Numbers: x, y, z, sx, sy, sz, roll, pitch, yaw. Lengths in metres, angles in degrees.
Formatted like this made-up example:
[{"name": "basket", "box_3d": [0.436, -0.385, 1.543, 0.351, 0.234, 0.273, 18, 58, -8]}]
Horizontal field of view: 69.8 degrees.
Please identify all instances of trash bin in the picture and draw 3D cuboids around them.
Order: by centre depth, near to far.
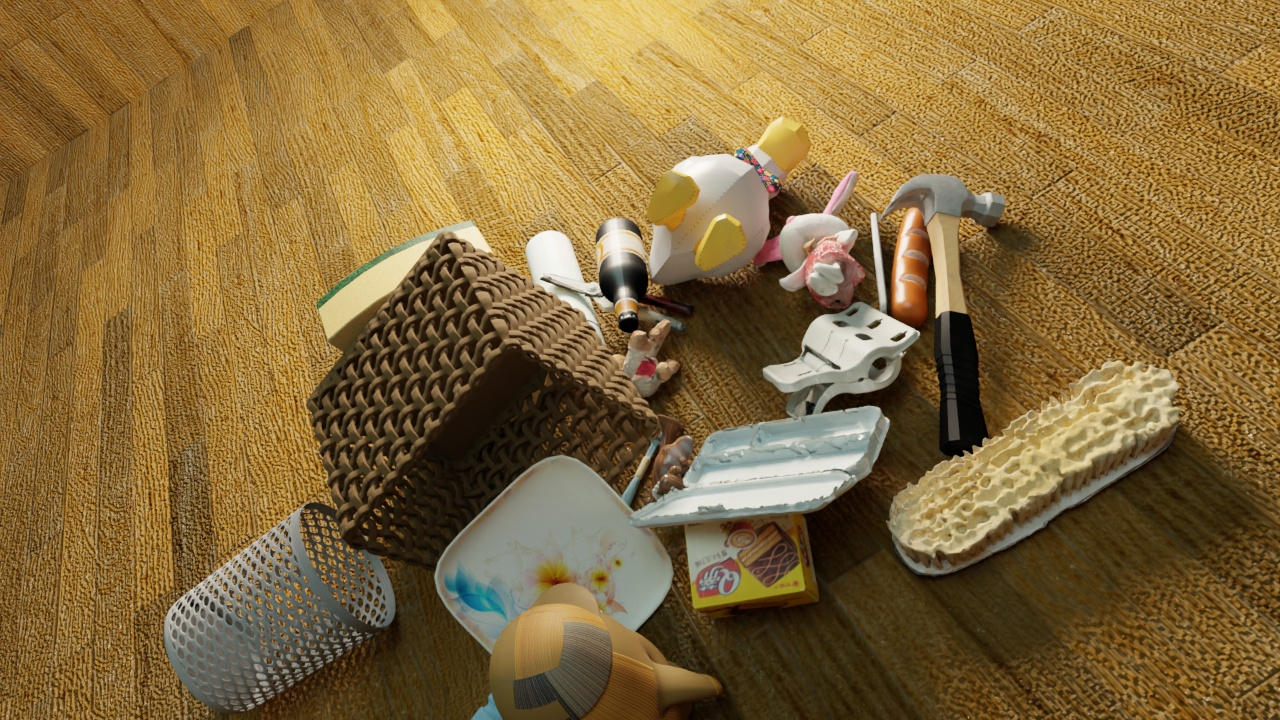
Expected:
[{"name": "trash bin", "box_3d": [-0.386, 0.268, 0.984, 0.183, 0.156, 0.156, -34, 45, 2]}]

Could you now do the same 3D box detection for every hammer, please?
[{"name": "hammer", "box_3d": [0.313, -0.055, 0.926, 0.131, 0.039, 0.327, 10, 59, -6]}]

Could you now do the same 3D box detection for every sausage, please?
[{"name": "sausage", "box_3d": [0.297, -0.103, 1.000, 0.045, 0.039, 0.163, -34, 31, 51]}]

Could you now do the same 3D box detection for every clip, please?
[{"name": "clip", "box_3d": [0.201, 0.001, 0.936, 0.144, 0.074, 0.124, -39, 22, -1]}]

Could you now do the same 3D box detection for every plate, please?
[{"name": "plate", "box_3d": [-0.080, 0.203, 0.875, 0.186, 0.187, 0.016, -44, 8, -9]}]

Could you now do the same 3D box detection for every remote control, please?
[{"name": "remote control", "box_3d": [0.264, -0.099, 1.012, 0.008, 0.045, 0.146, -5, 50, 14]}]

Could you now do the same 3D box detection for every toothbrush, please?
[{"name": "toothbrush", "box_3d": [-0.010, 0.139, 0.981, 0.022, 0.016, 0.154, 28, 64, 1]}]

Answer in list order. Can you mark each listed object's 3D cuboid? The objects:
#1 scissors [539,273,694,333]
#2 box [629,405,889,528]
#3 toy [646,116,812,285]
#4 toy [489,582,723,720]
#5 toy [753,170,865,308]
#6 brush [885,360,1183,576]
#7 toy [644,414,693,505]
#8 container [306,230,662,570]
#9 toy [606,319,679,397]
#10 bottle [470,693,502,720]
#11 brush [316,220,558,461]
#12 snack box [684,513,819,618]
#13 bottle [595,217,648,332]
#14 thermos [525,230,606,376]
[{"name": "scissors", "box_3d": [-0.026, -0.081, 1.130, 0.146, 0.015, 0.188, -28, 56, -22]}, {"name": "box", "box_3d": [0.113, 0.108, 0.855, 0.210, 0.061, 0.192, -15, 19, 37]}, {"name": "toy", "box_3d": [0.095, -0.182, 1.105, 0.247, 0.141, 0.266, -47, -2, 27]}, {"name": "toy", "box_3d": [-0.050, 0.268, 0.760, 0.199, 0.203, 0.162, -21, 45, 11]}, {"name": "toy", "box_3d": [0.199, -0.124, 1.036, 0.159, 0.084, 0.193, -39, 25, 24]}, {"name": "brush", "box_3d": [0.340, 0.096, 0.797, 0.271, 0.057, 0.083, -31, 47, 3]}, {"name": "toy", "box_3d": [0.033, 0.108, 0.969, 0.055, 0.041, 0.101, -14, 52, 48]}, {"name": "container", "box_3d": [-0.168, 0.054, 0.949, 0.252, 0.219, 0.214, -48, 43, 12]}, {"name": "toy", "box_3d": [-0.006, 0.006, 1.063, 0.106, 0.074, 0.085, -33, 8, 28]}, {"name": "bottle", "box_3d": [-0.144, 0.351, 0.858, 0.040, 0.040, 0.129, 22, 66, 39]}, {"name": "brush", "box_3d": [-0.226, -0.017, 1.064, 0.195, 0.250, 0.075, -29, 44, -6]}, {"name": "snack box", "box_3d": [0.100, 0.183, 0.838, 0.106, 0.061, 0.083, -14, 63, 18]}, {"name": "bottle", "box_3d": [-0.020, -0.098, 1.092, 0.059, 0.059, 0.181, -21, 40, 12]}, {"name": "thermos", "box_3d": [-0.098, -0.076, 1.177, 0.068, 0.068, 0.229, -27, 46, 6]}]
